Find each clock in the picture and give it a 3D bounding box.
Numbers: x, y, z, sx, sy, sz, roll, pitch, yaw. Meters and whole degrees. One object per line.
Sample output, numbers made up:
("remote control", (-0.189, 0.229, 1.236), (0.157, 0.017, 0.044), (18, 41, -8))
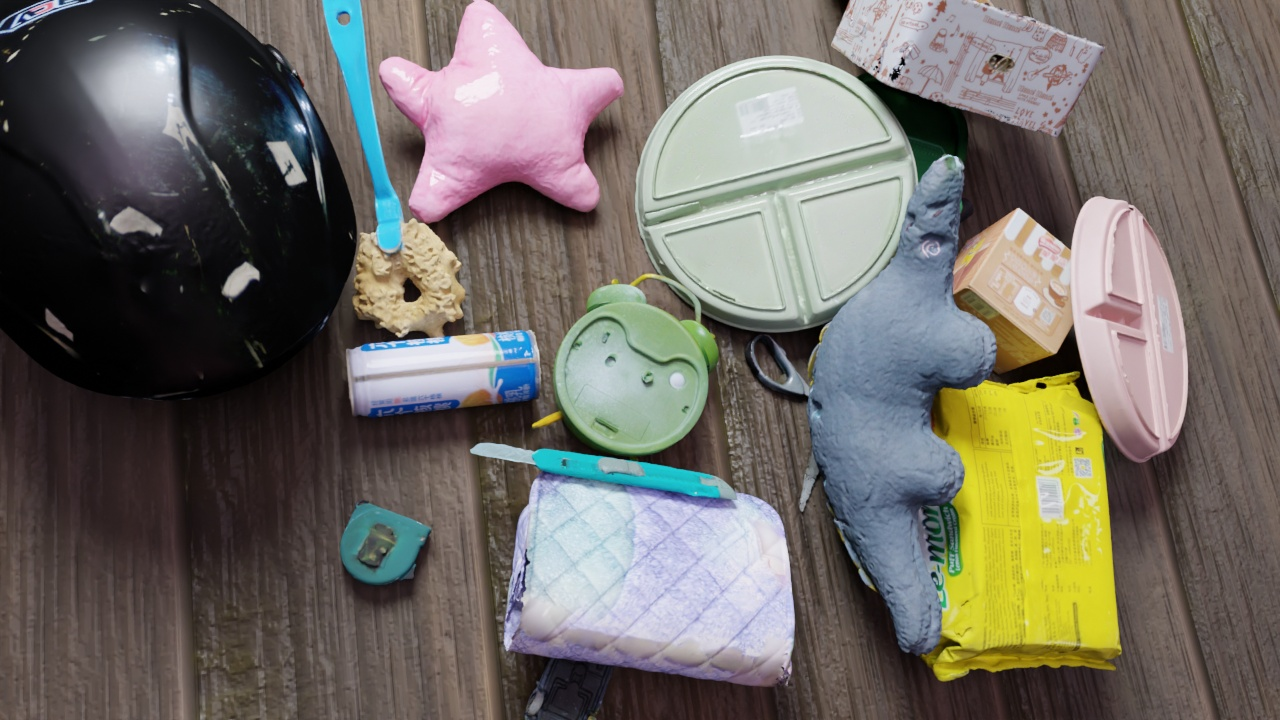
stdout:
("clock", (-0.004, 0.004, 0.706), (0.116, 0.056, 0.161), (30, 70, -6))

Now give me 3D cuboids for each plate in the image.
("plate", (0.421, -0.029, 0.778), (0.229, 0.028, 0.229), (12, 73, -45))
("plate", (0.109, -0.137, 0.742), (0.230, 0.027, 0.230), (0, 88, 6))

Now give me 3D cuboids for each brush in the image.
("brush", (-0.186, -0.134, 0.660), (0.083, 0.046, 0.255), (-11, 102, -1))

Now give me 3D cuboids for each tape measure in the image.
("tape measure", (-0.181, 0.130, 0.643), (0.058, 0.025, 0.054), (23, 70, -7))

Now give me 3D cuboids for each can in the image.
("can", (-0.143, 0.009, 0.670), (0.134, 0.053, 0.053), (-6, 77, -16))

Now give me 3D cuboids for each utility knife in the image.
("utility knife", (-0.024, 0.077, 0.648), (0.193, 0.029, 0.013), (10, 116, -11))

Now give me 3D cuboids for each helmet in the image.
("helmet", (-0.302, -0.102, 0.568), (0.233, 0.230, 0.275), (-33, 124, -20))

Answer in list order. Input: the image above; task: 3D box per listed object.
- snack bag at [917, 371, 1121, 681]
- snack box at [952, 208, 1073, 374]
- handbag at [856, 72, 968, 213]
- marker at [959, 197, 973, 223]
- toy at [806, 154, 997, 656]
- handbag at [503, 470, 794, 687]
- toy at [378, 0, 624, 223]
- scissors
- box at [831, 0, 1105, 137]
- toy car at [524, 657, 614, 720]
("snack bag", (0.295, 0.123, 0.721), (0.158, 0.068, 0.246), (5, 74, -14))
("snack box", (0.318, -0.058, 0.793), (0.093, 0.077, 0.094), (38, 70, -2))
("handbag", (0.217, -0.178, 0.796), (0.131, 0.068, 0.120), (6, 69, -22))
("marker", (0.248, -0.106, 0.819), (0.131, 0.020, 0.022), (-35, 75, -20))
("toy", (0.188, 0.028, 0.690), (0.091, 0.138, 0.356), (6, 91, -31))
("handbag", (0.007, 0.152, 0.644), (0.194, 0.076, 0.134), (12, 43, -10))
("toy", (-0.102, -0.201, 0.724), (0.194, 0.075, 0.178), (-10, 92, -20))
("scissors", (0.161, 0.040, 0.764), (0.159, 0.014, 0.177), (-37, 90, -18))
("box", (0.253, -0.297, 0.802), (0.178, 0.088, 0.261), (10, 31, -19))
("toy car", (-0.046, 0.221, 0.648), (0.049, 0.031, 0.105), (26, 60, -4))
